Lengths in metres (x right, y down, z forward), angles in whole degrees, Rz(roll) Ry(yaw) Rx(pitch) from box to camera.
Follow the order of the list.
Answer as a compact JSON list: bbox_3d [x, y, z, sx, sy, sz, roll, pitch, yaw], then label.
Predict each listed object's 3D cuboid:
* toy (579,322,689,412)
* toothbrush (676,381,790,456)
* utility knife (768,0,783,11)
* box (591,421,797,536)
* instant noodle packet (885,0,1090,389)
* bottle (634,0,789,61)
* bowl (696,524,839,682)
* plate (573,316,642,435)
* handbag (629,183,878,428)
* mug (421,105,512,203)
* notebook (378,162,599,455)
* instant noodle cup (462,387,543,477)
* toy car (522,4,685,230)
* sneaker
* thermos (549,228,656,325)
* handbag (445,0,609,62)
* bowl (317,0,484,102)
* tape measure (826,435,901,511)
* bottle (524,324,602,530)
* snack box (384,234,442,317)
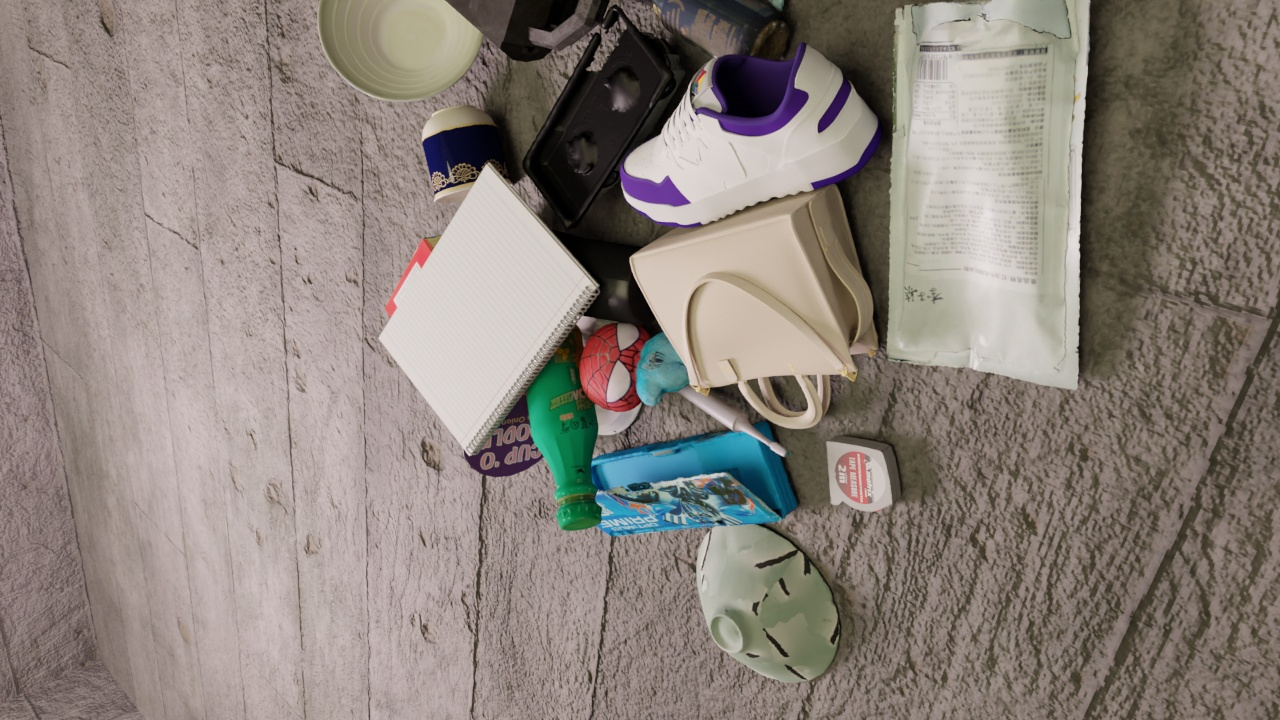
[{"bbox_3d":[-0.005,0.005,0.889,0.133,0.062,0.092,-2,71,37],"label":"toy"},{"bbox_3d":[0.072,0.044,0.852,0.188,0.019,0.018,34,106,48],"label":"toothbrush"},{"bbox_3d":[0.065,-0.357,0.745,0.187,0.020,0.029,58,136,13],"label":"utility knife"},{"bbox_3d":[0.027,0.133,0.911,0.244,0.085,0.092,-17,94,45],"label":"box"},{"bbox_3d":[0.244,-0.116,0.653,0.147,0.057,0.269,14,119,42],"label":"instant noodle packet"},{"bbox_3d":[0.048,-0.291,0.759,0.161,0.056,0.056,40,128,26],"label":"bottle"},{"bbox_3d":[0.102,0.250,0.897,0.174,0.067,0.174,19,119,37],"label":"bowl"},{"bbox_3d":[-0.058,0.008,0.997,0.157,0.014,0.157,17,116,40],"label":"plate"},{"bbox_3d":[0.109,-0.029,0.782,0.195,0.101,0.198,-8,111,45],"label":"handbag"},{"bbox_3d":[-0.195,-0.224,1.002,0.112,0.085,0.089,179,77,-70],"label":"mug"},{"bbox_3d":[-0.161,-0.045,0.923,0.178,0.013,0.246,49,119,17],"label":"notebook"},{"bbox_3d":[-0.169,0.042,1.044,0.122,0.121,0.137,43,133,45],"label":"instant noodle cup"},{"bbox_3d":[-0.025,-0.219,0.844,0.094,0.071,0.192,53,133,17],"label":"toy car"},{"bbox_3d":[0.060,-0.183,0.733,0.245,0.091,0.111,-6,141,40],"label":"sneaker"},{"bbox_3d":[-0.079,-0.088,0.928,0.219,0.105,0.106,12,113,35],"label":"thermos"},{"bbox_3d":[-0.099,-0.372,0.835,0.199,0.102,0.198,45,130,23],"label":"handbag"},{"bbox_3d":[-0.249,-0.357,0.984,0.177,0.058,0.176,0,89,1],"label":"bowl"},{"bbox_3d":[0.192,0.098,0.790,0.062,0.020,0.060,5,108,42],"label":"tape measure"},{"bbox_3d":[-0.077,0.065,0.928,0.068,0.068,0.209,-34,60,45],"label":"bottle"},{"bbox_3d":[-0.242,-0.055,1.129,0.142,0.040,0.145,55,133,14],"label":"snack box"}]
